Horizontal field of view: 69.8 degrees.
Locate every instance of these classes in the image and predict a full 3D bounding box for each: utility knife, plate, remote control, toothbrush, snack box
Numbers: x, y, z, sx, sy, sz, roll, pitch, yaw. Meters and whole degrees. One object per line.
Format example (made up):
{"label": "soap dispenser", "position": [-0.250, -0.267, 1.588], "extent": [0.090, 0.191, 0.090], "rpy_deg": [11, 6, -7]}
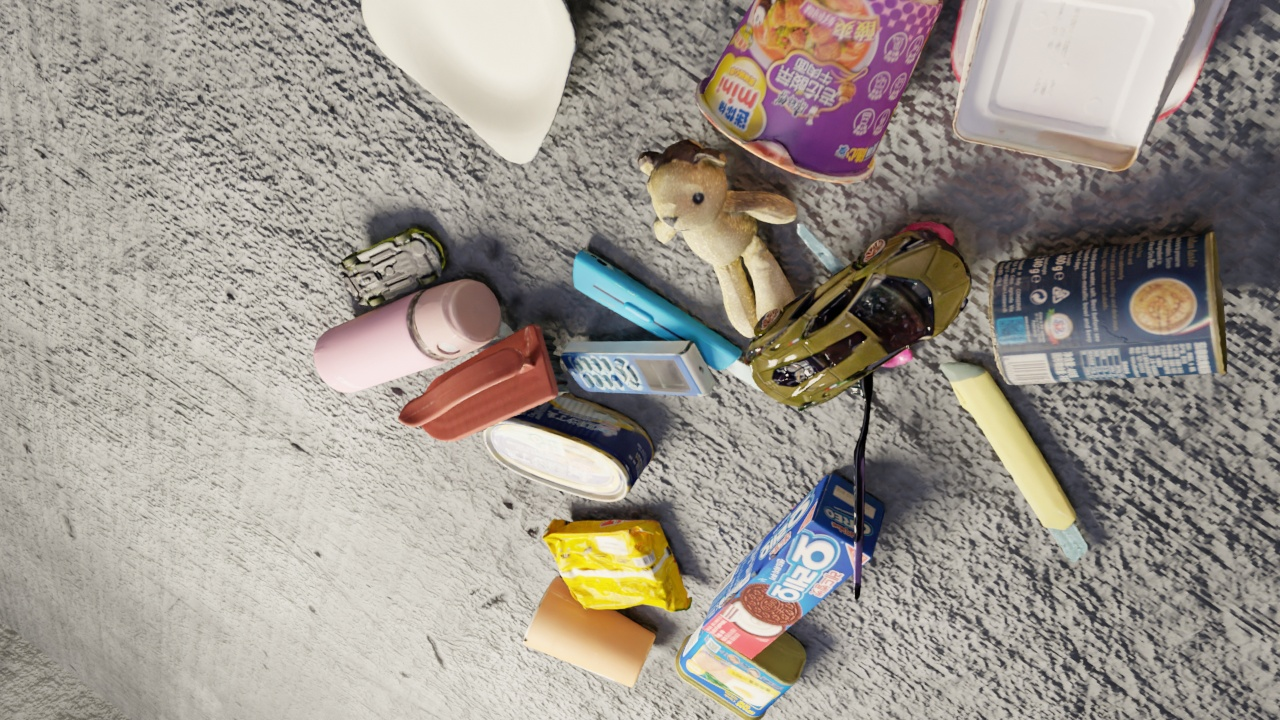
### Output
{"label": "utility knife", "position": [0.026, -0.026, 0.696], "extent": [0.182, 0.018, 0.034], "rpy_deg": [32, 134, 4]}
{"label": "plate", "position": [-0.107, -0.222, 0.591], "extent": [0.164, 0.034, 0.164], "rpy_deg": [40, 150, 1]}
{"label": "remote control", "position": [-0.004, 0.004, 0.725], "extent": [0.125, 0.024, 0.049], "rpy_deg": [2, 139, 36]}
{"label": "toothbrush", "position": [0.157, 0.086, 0.665], "extent": [0.017, 0.014, 0.189], "rpy_deg": [10, 108, 41]}
{"label": "snack box", "position": [0.123, 0.177, 0.771], "extent": [0.058, 0.057, 0.208], "rpy_deg": [32, 135, 1]}
{"label": "utility knife", "position": [0.261, 0.072, 0.628], "extent": [0.031, 0.019, 0.183], "rpy_deg": [-22, 105, 45]}

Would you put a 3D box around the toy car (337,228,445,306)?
{"label": "toy car", "position": [-0.211, -0.082, 0.788], "extent": [0.105, 0.032, 0.048], "rpy_deg": [-17, 115, 27]}

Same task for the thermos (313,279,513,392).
{"label": "thermos", "position": [-0.200, -0.017, 0.816], "extent": [0.199, 0.067, 0.087], "rpy_deg": [-15, 147, 37]}

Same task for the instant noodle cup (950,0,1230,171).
{"label": "instant noodle cup", "position": [0.199, -0.151, 0.414], "extent": [0.116, 0.123, 0.117], "rpy_deg": [18, 131, 19]}

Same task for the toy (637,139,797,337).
{"label": "toy", "position": [0.054, -0.077, 0.606], "extent": [0.105, 0.066, 0.157], "rpy_deg": [2, 142, 38]}

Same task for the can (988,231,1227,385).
{"label": "can", "position": [0.258, -0.026, 0.512], "extent": [0.111, 0.075, 0.075], "rpy_deg": [-5, 121, 35]}

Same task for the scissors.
{"label": "scissors", "position": [0.146, -0.045, 0.594], "extent": [0.134, 0.017, 0.133], "rpy_deg": [-29, 119, 34]}

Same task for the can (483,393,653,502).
{"label": "can", "position": [-0.065, 0.074, 0.809], "extent": [0.148, 0.049, 0.075], "rpy_deg": [16, 132, 20]}

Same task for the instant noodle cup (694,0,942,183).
{"label": "instant noodle cup", "position": [0.099, -0.164, 0.485], "extent": [0.111, 0.111, 0.099], "rpy_deg": [32, 126, 6]}

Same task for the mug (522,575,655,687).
{"label": "mug", "position": [-0.051, 0.287, 0.956], "extent": [0.123, 0.078, 0.078], "rpy_deg": [25, 134, 7]}

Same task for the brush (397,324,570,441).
{"label": "brush", "position": [-0.134, 0.025, 0.760], "extent": [0.146, 0.069, 0.063], "rpy_deg": [-25, 73, 29]}

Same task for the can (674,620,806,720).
{"label": "can", "position": [0.096, 0.285, 0.875], "extent": [0.102, 0.057, 0.083], "rpy_deg": [32, 132, 5]}

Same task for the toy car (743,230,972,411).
{"label": "toy car", "position": [0.134, -0.022, 0.581], "extent": [0.070, 0.042, 0.159], "rpy_deg": [39, 129, -15]}

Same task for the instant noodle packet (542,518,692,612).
{"label": "instant noodle packet", "position": [-0.022, 0.196, 0.884], "extent": [0.129, 0.044, 0.111], "rpy_deg": [-7, 119, 33]}
